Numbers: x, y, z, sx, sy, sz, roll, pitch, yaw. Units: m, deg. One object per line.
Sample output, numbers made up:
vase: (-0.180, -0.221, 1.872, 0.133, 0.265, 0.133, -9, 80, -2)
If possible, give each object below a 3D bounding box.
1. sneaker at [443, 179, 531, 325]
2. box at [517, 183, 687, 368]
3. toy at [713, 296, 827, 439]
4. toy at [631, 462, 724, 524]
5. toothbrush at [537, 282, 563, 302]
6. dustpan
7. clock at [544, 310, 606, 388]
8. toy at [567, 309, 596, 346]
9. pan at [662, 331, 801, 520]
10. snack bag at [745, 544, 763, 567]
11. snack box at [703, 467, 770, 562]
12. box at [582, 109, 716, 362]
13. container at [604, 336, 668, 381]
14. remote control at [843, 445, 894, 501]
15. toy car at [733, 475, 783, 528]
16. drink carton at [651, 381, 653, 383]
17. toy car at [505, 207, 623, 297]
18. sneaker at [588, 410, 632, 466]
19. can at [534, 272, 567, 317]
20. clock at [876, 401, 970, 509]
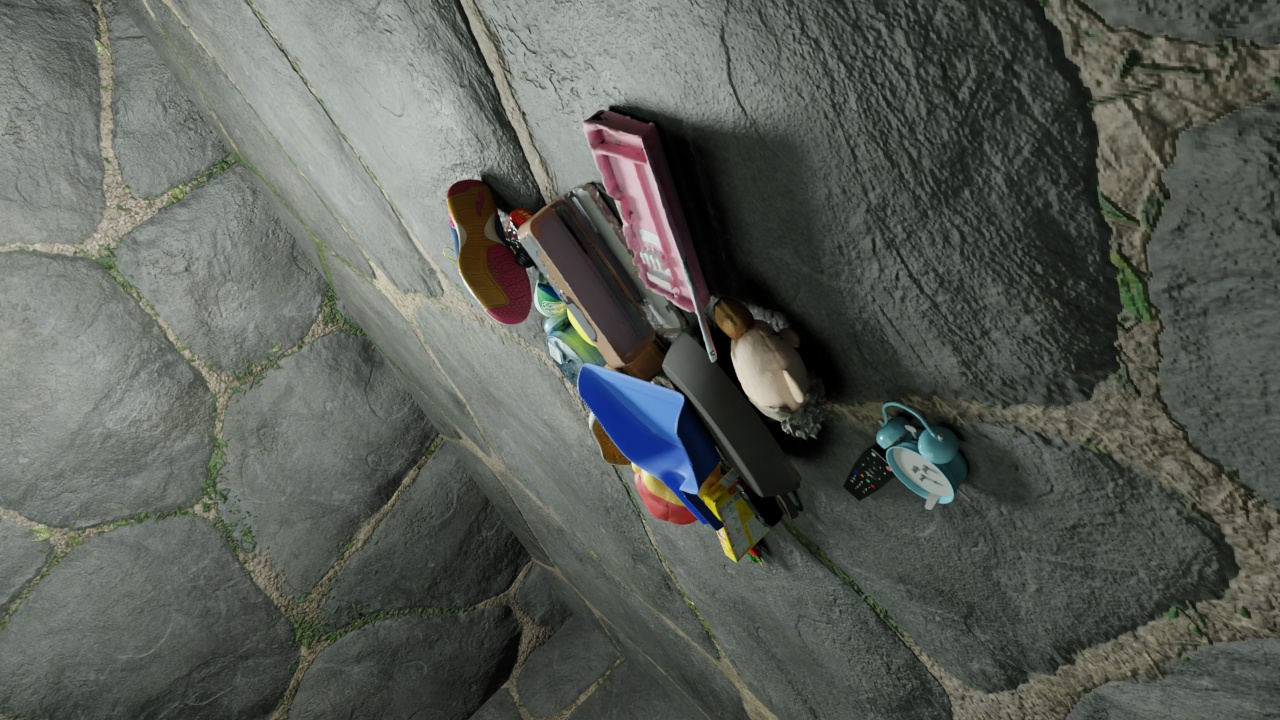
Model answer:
sneaker: (-0.207, -0.140, 1.285, 0.091, 0.116, 0.241, 107, 145, -59)
box: (-0.051, -0.096, 1.109, 0.216, 0.107, 0.094, 55, 171, -17)
toy: (0.133, 0.002, 0.937, 0.176, 0.076, 0.133, 53, 175, -19)
toy: (0.051, 0.185, 1.373, 0.147, 0.098, 0.216, 27, 164, 8)
toothbrush: (-0.084, -0.074, 1.195, 0.132, 0.016, 0.021, 24, -175, 25)
dustpan: (0.043, 0.126, 1.195, 0.257, 0.059, 0.246, 49, 163, -29)
clock: (-0.097, -0.015, 1.397, 0.162, 0.060, 0.118, 39, 158, 24)
toy: (-0.067, -0.048, 1.298, 0.095, 0.041, 0.094, 46, 166, -7)
pan: (0.124, 0.109, 1.123, 0.248, 0.043, 0.356, 50, 175, 45)
snack bag: (0.160, 0.275, 1.447, 0.087, 0.044, 0.155, 43, 169, 47)
snack box: (0.140, 0.220, 1.318, 0.025, 0.075, 0.152, 32, 155, 41)
box: (0.028, -0.130, 0.934, 0.179, 0.059, 0.233, 52, 168, 45)
container: (-0.007, 0.007, 1.249, 0.063, 0.061, 0.114, 49, 160, -3)
remote control: (0.251, 0.126, 1.010, 0.039, 0.010, 0.125, 43, 159, 15)
toy car: (0.162, 0.188, 1.262, 0.092, 0.042, 0.036, 56, 157, -19)
drink carton: (0.036, 0.083, 1.351, 0.069, 0.038, 0.122, 41, 153, 23)
toy car: (-0.097, -0.125, 1.202, 0.189, 0.056, 0.082, 38, 161, -1)
sneaker: (-0.032, 0.088, 1.426, 0.087, 0.079, 0.236, 3, 152, 2)
can: (-0.122, -0.100, 1.302, 0.053, 0.053, 0.101, 46, 160, 7)
clock: (0.263, 0.087, 0.868, 0.087, 0.042, 0.123, 15, 143, 57)
